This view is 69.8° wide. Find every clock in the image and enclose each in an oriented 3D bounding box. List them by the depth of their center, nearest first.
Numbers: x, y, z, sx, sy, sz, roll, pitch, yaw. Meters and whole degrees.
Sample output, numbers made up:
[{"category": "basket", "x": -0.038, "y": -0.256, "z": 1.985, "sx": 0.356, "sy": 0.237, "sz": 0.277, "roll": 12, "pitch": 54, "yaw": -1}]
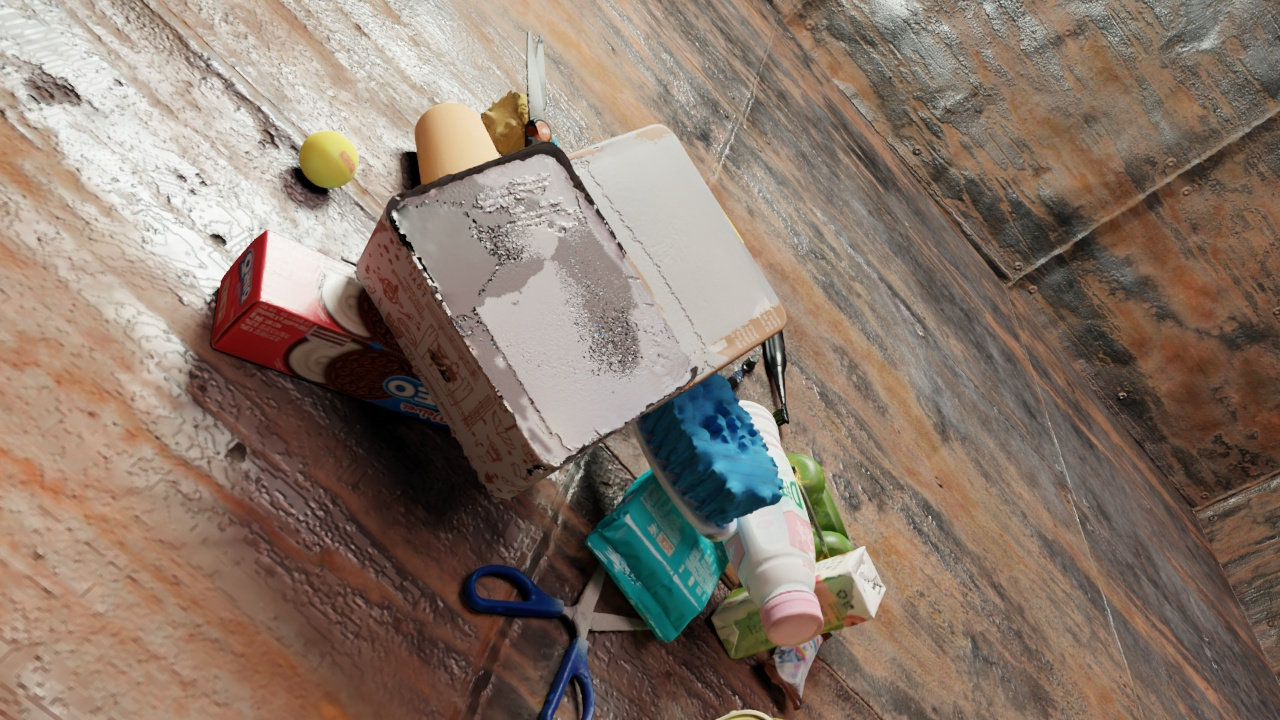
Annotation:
[{"category": "clock", "x": 0.140, "y": 0.139, "z": 0.781, "sx": 0.161, "sy": 0.056, "sz": 0.116, "roll": 58, "pitch": 11, "yaw": -76}]

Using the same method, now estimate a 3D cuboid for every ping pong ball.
[{"category": "ping pong ball", "x": -0.221, "y": -0.143, "z": 0.652, "sx": 0.040, "sy": 0.040, "sz": 0.040, "roll": 36, "pitch": 33, "yaw": -28}]

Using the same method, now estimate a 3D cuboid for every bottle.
[{"category": "bottle", "x": 0.090, "y": 0.117, "z": 0.684, "sx": 0.068, "sy": 0.068, "sz": 0.196, "roll": 33, "pitch": 28, "yaw": -31}]

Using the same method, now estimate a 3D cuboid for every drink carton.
[{"category": "drink carton", "x": 0.120, "y": 0.186, "z": 0.696, "sx": 0.045, "sy": 0.123, "sz": 0.053, "roll": 62, "pitch": 28, "yaw": 1}]

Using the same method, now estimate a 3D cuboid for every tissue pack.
[{"category": "tissue pack", "x": 0.017, "y": 0.136, "z": 0.672, "sx": 0.093, "sy": 0.050, "sz": 0.133, "roll": 53, "pitch": 24, "yaw": 0}]

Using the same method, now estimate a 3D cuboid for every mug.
[{"category": "mug", "x": -0.143, "y": -0.150, "z": 0.744, "sx": 0.078, "sy": 0.078, "sz": 0.122, "roll": 21, "pitch": 37, "yaw": -44}]

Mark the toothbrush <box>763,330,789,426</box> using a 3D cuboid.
[{"category": "toothbrush", "x": 0.157, "y": -0.001, "z": 1.065, "sx": 0.026, "sy": 0.027, "sz": 0.212, "roll": 52, "pitch": 25, "yaw": -34}]

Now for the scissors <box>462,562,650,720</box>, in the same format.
[{"category": "scissors", "x": -0.046, "y": 0.169, "z": 0.587, "sx": 0.174, "sy": 0.012, "sz": 0.162, "roll": 36, "pitch": 29, "yaw": -29}]

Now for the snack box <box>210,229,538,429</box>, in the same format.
[{"category": "snack box", "x": -0.155, "y": -0.008, "z": 0.581, "sx": 0.207, "sy": 0.057, "sz": 0.058, "roll": 26, "pitch": 41, "yaw": -40}]

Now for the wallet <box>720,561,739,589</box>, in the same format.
[{"category": "wallet", "x": 0.059, "y": 0.125, "z": 0.788, "sx": 0.115, "sy": 0.020, "sz": 0.101, "roll": 51, "pitch": 30, "yaw": -8}]

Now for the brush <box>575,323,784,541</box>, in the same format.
[{"category": "brush", "x": -0.004, "y": 0.004, "z": 0.704, "sx": 0.060, "sy": 0.110, "sz": 0.314, "roll": -11, "pitch": 57, "yaw": -32}]

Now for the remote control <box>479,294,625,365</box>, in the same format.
[{"category": "remote control", "x": -0.073, "y": -0.024, "z": 0.671, "sx": 0.135, "sy": 0.019, "sz": 0.056, "roll": 20, "pitch": 6, "yaw": 33}]

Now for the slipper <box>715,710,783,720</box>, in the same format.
[{"category": "slipper", "x": 0.063, "y": 0.265, "z": 0.572, "sx": 0.190, "sy": 0.082, "sz": 0.091, "roll": 17, "pitch": 47, "yaw": -43}]

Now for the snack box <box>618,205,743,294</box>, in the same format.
[{"category": "snack box", "x": 0.042, "y": -0.115, "z": 0.947, "sx": 0.158, "sy": 0.070, "sz": 0.209, "roll": 52, "pitch": 26, "yaw": -29}]

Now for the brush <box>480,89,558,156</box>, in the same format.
[{"category": "brush", "x": -0.063, "y": -0.182, "z": 0.932, "sx": 0.254, "sy": 0.046, "sz": 0.083, "roll": 35, "pitch": 31, "yaw": -38}]

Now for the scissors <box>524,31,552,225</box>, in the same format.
[{"category": "scissors", "x": -0.100, "y": -0.197, "z": 0.828, "sx": 0.148, "sy": 0.022, "sz": 0.235, "roll": -25, "pitch": 100, "yaw": -51}]

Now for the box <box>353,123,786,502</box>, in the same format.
[{"category": "box", "x": -0.024, "y": -0.051, "z": 0.587, "sx": 0.258, "sy": 0.082, "sz": 0.177, "roll": -30, "pitch": 87, "yaw": -38}]

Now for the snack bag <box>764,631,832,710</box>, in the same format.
[{"category": "snack bag", "x": 0.127, "y": 0.238, "z": 0.749, "sx": 0.045, "sy": 0.026, "sz": 0.105, "roll": 55, "pitch": 30, "yaw": -2}]

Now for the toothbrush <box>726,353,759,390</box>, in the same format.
[{"category": "toothbrush", "x": 0.099, "y": 0.019, "z": 0.953, "sx": 0.014, "sy": 0.016, "sz": 0.189, "roll": 44, "pitch": 23, "yaw": 5}]
